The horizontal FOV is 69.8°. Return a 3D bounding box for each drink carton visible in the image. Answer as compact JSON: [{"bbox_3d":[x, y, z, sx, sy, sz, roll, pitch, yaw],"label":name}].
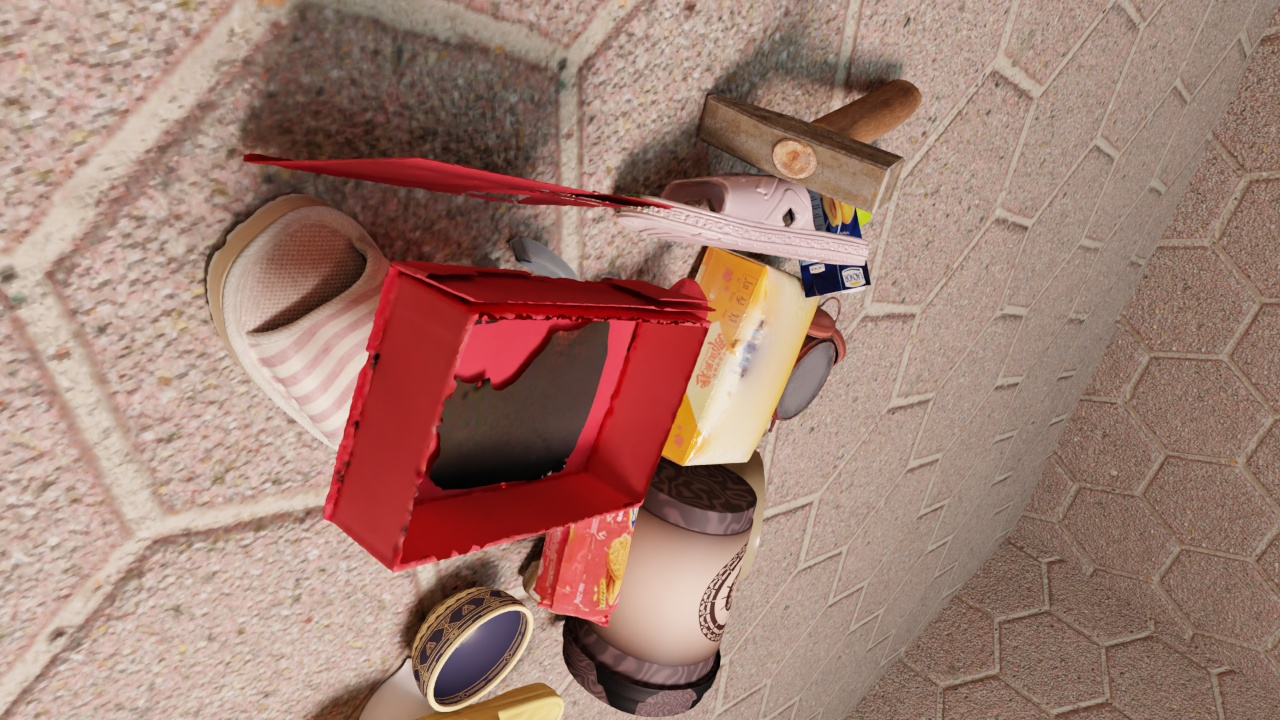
[{"bbox_3d":[0.173,-0.125,0.856,0.064,0.040,0.130,-13,93,-48],"label":"drink carton"}]

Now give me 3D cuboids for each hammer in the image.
[{"bbox_3d":[0.182,-0.208,0.797,0.299,0.158,0.037,-36,147,-51],"label":"hammer"}]

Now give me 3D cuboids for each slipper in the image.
[{"bbox_3d":[-0.154,0.363,0.815,0.262,0.078,0.100,-1,122,-54],"label":"slipper"},{"bbox_3d":[0.093,-0.119,0.736,0.239,0.094,0.064,5,96,-35],"label":"slipper"},{"bbox_3d":[-0.166,0.009,0.576,0.115,0.052,0.263,-42,146,-18],"label":"slipper"}]

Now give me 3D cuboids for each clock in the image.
[{"bbox_3d":[0.162,-0.006,0.993,0.157,0.072,0.120,-53,149,-2],"label":"clock"}]

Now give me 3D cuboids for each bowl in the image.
[{"bbox_3d":[-0.157,0.244,0.809,0.112,0.061,0.113,-34,144,-30],"label":"bowl"},{"bbox_3d":[-0.199,0.330,0.847,0.114,0.050,0.115,-34,144,-30],"label":"bowl"},{"bbox_3d":[0.096,0.173,1.049,0.152,0.050,0.152,-172,-88,-83],"label":"bowl"}]

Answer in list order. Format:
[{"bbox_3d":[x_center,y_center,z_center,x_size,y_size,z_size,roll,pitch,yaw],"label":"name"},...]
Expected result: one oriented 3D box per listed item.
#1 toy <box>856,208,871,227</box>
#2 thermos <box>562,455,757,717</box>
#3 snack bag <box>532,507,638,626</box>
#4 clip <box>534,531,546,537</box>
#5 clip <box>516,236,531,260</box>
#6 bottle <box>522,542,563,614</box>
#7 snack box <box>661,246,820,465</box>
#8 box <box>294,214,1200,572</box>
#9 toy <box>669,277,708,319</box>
[{"bbox_3d":[0.228,-0.169,0.963,0.094,0.036,0.093,-46,154,-2],"label":"toy"},{"bbox_3d":[0.025,0.222,0.948,0.172,0.173,0.226,-6,119,-52],"label":"thermos"},{"bbox_3d":[-0.045,0.143,0.811,0.082,0.082,0.176,16,84,-58],"label":"snack bag"},{"bbox_3d":[-0.095,0.131,0.812,0.056,0.056,0.102,-35,153,14],"label":"clip"},{"bbox_3d":[-0.069,0.002,0.634,0.112,0.028,0.163,-40,105,-29],"label":"clip"},{"bbox_3d":[-0.049,0.160,0.879,0.166,0.060,0.059,-59,149,4],"label":"bottle"},{"bbox_3d":[0.091,0.003,0.872,0.145,0.081,0.195,7,107,-59],"label":"snack box"},{"bbox_3d":[0.038,0.036,0.430,0.216,0.352,0.198,-3,113,-58],"label":"box"},{"bbox_3d":[-0.005,0.004,0.767,0.123,0.097,0.132,-26,163,-35],"label":"toy"}]
